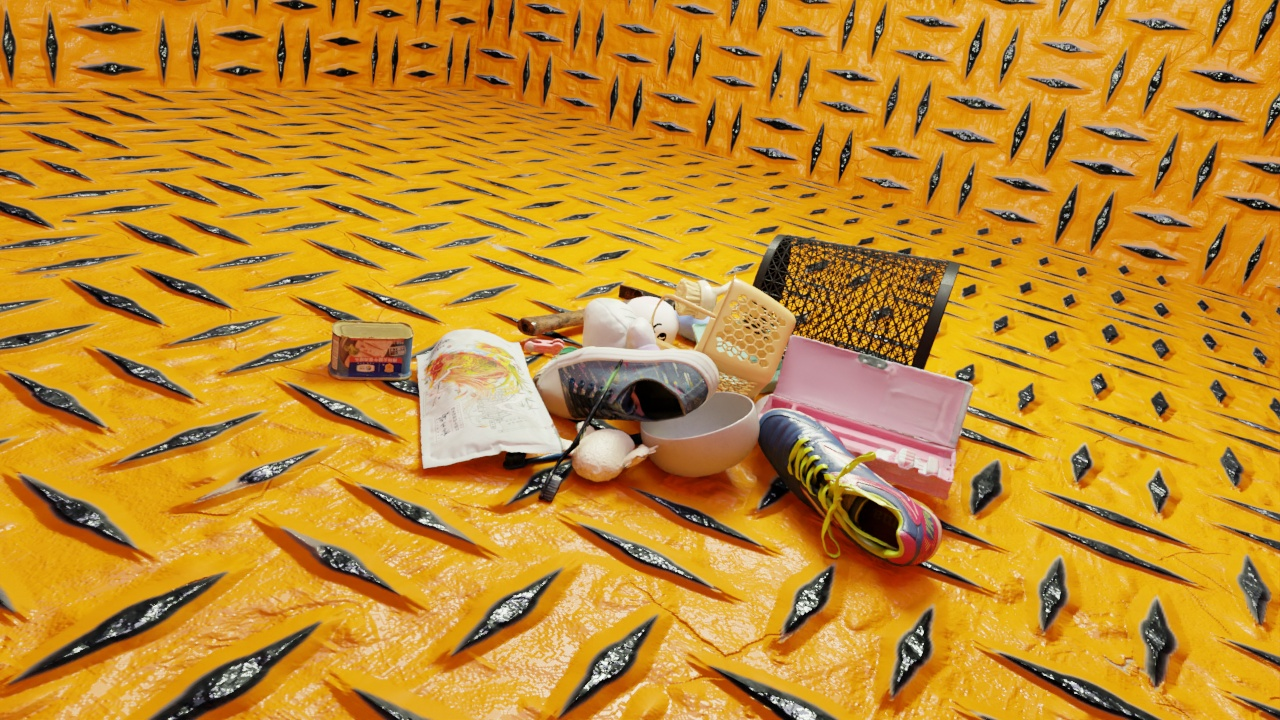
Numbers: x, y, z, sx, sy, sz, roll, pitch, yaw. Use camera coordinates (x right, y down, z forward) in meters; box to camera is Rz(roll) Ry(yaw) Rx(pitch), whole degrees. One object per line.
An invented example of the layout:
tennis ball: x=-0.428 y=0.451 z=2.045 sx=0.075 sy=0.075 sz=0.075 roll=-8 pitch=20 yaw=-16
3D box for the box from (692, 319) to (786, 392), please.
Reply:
box: x=0.173 y=-0.002 z=1.354 sx=0.186 sy=0.056 sz=0.138 roll=-2 pitch=43 yaw=-31

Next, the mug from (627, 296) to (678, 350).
mug: x=-0.005 y=-0.055 z=1.361 sx=0.124 sy=0.076 sz=0.090 roll=7 pitch=22 yaw=-9

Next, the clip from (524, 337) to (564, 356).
clip: x=-0.134 y=-0.016 z=1.282 sx=0.059 sy=0.023 sz=0.041 roll=6 pitch=25 yaw=2

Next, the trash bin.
trash bin: x=0.285 y=-0.064 z=1.270 sx=0.243 sy=0.217 sz=0.216 roll=19 pitch=23 yaw=17

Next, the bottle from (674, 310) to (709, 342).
bottle: x=0.085 y=-0.055 z=1.441 sx=0.131 sy=0.048 sz=0.047 roll=26 pitch=26 yaw=32

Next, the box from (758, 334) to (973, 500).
box: x=0.266 y=0.073 z=1.105 sx=0.233 sy=0.075 sz=0.172 roll=18 pitch=53 yaw=15

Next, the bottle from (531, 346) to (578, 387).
bottle: x=-0.106 y=0.018 z=1.185 sx=0.043 sy=0.043 sz=0.109 roll=16 pitch=24 yaw=12

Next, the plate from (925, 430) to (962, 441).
plate: x=0.360 y=0.080 z=1.284 sx=0.173 sy=0.019 sz=0.172 roll=9 pitch=22 yaw=-4

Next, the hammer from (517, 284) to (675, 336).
hammer: x=-0.075 y=-0.075 z=1.424 sx=0.120 sy=0.033 sz=0.329 roll=20 pitch=21 yaw=31

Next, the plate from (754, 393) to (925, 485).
plate: x=0.249 y=0.104 z=1.153 sx=0.229 sy=0.030 sz=0.229 roll=9 pitch=24 yaw=-4

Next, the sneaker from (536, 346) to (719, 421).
sneaker: x=-0.030 y=0.035 z=1.048 sx=0.236 sy=0.087 sz=0.079 roll=-5 pitch=24 yaw=30

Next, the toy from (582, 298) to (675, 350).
toy: x=-0.007 y=0.007 z=1.172 sx=0.085 sy=0.138 sz=0.209 roll=-32 pitch=39 yaw=-13

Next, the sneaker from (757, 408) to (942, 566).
sneaker: x=0.204 y=0.125 z=0.968 sx=0.091 sy=0.116 sz=0.242 roll=1 pitch=29 yaw=-48

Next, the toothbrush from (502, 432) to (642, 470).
toothbrush: x=-0.070 y=0.099 z=1.035 sx=0.189 sy=0.017 sz=0.016 roll=-7 pitch=28 yaw=-37

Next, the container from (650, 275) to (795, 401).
container: x=0.093 y=-0.028 z=1.178 sx=0.167 sy=0.129 sz=0.184 roll=24 pitch=-16 yaw=3

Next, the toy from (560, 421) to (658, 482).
toy: x=-0.037 y=0.101 z=0.999 sx=0.112 sy=0.050 sz=0.087 roll=18 pitch=26 yaw=19

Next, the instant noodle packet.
instant noodle packet: x=-0.187 y=0.041 z=1.066 sx=0.146 sy=0.057 sz=0.269 roll=-9 pitch=27 yaw=-13

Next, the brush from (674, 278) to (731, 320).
brush: x=0.112 y=-0.106 z=1.461 sx=0.077 sy=0.062 sz=0.271 roll=24 pitch=15 yaw=14

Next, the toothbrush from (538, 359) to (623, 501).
toothbrush: x=-0.058 y=0.072 z=0.978 sx=0.017 sy=0.014 sz=0.187 roll=27 pitch=61 yaw=6

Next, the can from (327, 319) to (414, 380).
can: x=-0.330 y=-0.013 z=1.127 sx=0.099 sy=0.059 sz=0.054 roll=0 pitch=25 yaw=-24

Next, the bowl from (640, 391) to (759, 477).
bowl: x=0.070 y=0.090 z=1.039 sx=0.132 sy=0.064 sz=0.131 roll=-12 pitch=17 yaw=4
